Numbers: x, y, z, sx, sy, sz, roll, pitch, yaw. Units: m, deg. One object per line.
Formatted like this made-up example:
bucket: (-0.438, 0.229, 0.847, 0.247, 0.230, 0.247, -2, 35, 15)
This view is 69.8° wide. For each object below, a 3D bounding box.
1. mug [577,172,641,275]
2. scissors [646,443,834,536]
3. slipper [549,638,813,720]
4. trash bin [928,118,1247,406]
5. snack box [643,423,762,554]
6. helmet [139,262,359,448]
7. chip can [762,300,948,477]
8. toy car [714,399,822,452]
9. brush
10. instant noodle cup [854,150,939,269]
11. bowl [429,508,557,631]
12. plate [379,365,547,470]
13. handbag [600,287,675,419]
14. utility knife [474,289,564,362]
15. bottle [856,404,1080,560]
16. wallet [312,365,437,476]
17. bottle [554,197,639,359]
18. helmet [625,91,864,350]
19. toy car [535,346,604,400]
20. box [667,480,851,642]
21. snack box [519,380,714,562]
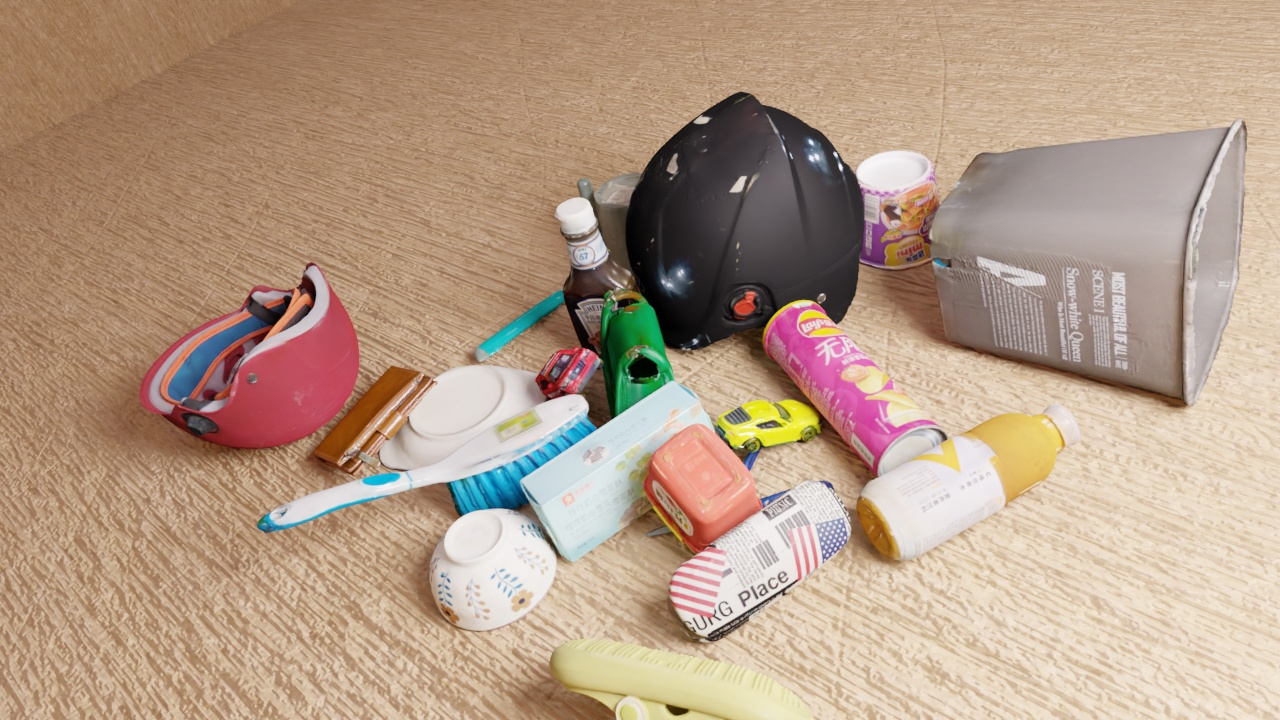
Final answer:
mug: (-0.023, -0.170, 1.130, 0.124, 0.103, 0.083, 21, 51, 35)
scissors: (0.089, 0.125, 0.814, 0.162, 0.012, 0.175, -2, 43, 19)
slipper: (0.023, 0.249, 0.648, 0.191, 0.091, 0.081, 9, 85, 16)
trash bin: (0.400, -0.093, 0.826, 0.220, 0.199, 0.198, 10, 46, 38)
snack box: (0.053, 0.104, 0.764, 0.082, 0.080, 0.091, -35, 64, -15)
helmet: (-0.419, 0.019, 1.029, 0.240, 0.144, 0.206, -19, 36, 20)
chip can: (0.192, 0.026, 0.845, 0.071, 0.071, 0.210, -24, 40, -8)
toy car: (0.121, 0.055, 0.849, 0.105, 0.032, 0.048, -7, 30, -23)
brush: (-0.181, 0.111, 0.852, 0.314, 0.109, 0.060, -26, 42, -11)
instant noodle cup: (0.285, -0.173, 1.027, 0.111, 0.099, 0.111, -10, 38, 8)
bowl: (-0.136, 0.172, 0.802, 0.113, 0.062, 0.113, -11, 40, 9)
plate: (-0.191, 0.054, 0.984, 0.164, 0.034, 0.163, 5, 45, 25)
handbag: (-0.005, 0.005, 0.905, 0.068, 0.120, 0.131, -11, 37, -1)
utility knife: (-0.117, -0.061, 1.107, 0.029, 0.013, 0.220, 25, 51, 37)
bottle: (0.267, 0.093, 0.740, 0.189, 0.068, 0.068, -26, 40, -11)
wallet: (-0.281, 0.061, 0.971, 0.119, 0.035, 0.130, 9, 55, 51)
bottle: (-0.044, -0.078, 0.956, 0.080, 0.195, 0.043, -1, 42, 19)
helmet: (0.096, -0.143, 0.976, 0.275, 0.230, 0.233, -37, 37, 7)
toy car: (-0.076, 0.015, 0.933, 0.052, 0.045, 0.121, -58, 13, -16)
box: (0.096, 0.155, 0.720, 0.163, 0.081, 0.075, -29, 56, -17)
snack box: (-0.015, 0.098, 0.824, 0.174, 0.074, 0.051, -33, 36, -14)
